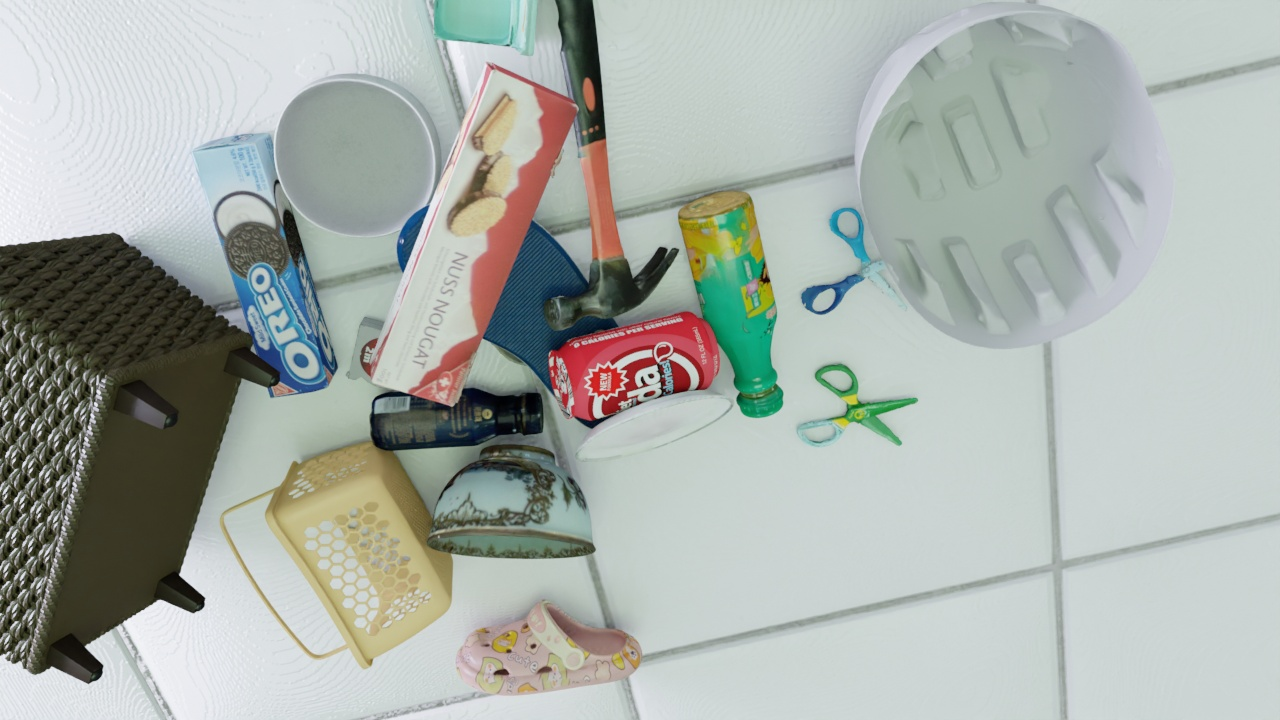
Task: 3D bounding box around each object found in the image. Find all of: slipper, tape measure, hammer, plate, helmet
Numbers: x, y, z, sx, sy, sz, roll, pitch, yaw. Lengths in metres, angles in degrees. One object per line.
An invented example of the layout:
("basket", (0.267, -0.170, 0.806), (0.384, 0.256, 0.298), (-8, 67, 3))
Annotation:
("slipper", (-0.096, 0.297, 0.966), (0.197, 0.093, 0.081), (-1, 102, -5))
("tape measure", (-0.240, -0.005, 0.863), (0.062, 0.020, 0.060), (16, 116, -10))
("hammer", (-0.042, -0.200, 0.770), (0.132, 0.033, 0.333), (-18, 109, -31))
("plate", (0.012, 0.061, 0.856), (0.157, 0.157, 0.014), (-20, 73, 4))
("slipper", (-0.095, -0.045, 0.839), (0.118, 0.060, 0.295), (-40, 123, 6))
("helmet", (0.299, -0.146, 0.749), (0.225, 0.183, 0.282), (-28, 99, 23))

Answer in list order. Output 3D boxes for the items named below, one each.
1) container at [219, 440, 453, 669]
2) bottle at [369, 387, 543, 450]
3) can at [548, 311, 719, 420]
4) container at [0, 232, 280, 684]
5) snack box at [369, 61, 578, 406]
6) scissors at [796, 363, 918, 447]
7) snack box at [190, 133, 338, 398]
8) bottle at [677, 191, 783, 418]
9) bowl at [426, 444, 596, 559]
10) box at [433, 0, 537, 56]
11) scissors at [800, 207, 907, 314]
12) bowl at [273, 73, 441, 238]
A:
("container", (-0.288, 0.187, 0.881), (0.167, 0.129, 0.183), (-25, 111, -2))
("bottle", (-0.173, 0.054, 0.872), (0.160, 0.056, 0.056), (-3, 113, -5))
("can", (-0.005, 0.005, 0.822), (0.142, 0.074, 0.074), (-14, 114, -17))
("container", (-0.461, 0.088, 0.769), (0.205, 0.176, 0.321), (28, 109, 8))
("snack box", (-0.137, -0.094, 0.737), (0.076, 0.044, 0.273), (19, 108, -23))
("scissors", (0.214, 0.058, 0.927), (0.128, 0.012, 0.122), (37, 107, -16))
("snack box", (-0.325, -0.081, 0.806), (0.059, 0.059, 0.227), (-10, 113, -5))
("bottle", (0.091, -0.047, 0.844), (0.068, 0.068, 0.210), (-15, 113, 2))
("bowl", (-0.121, 0.134, 0.879), (0.160, 0.160, 0.093), (4, 70, -6))
("box", (-0.116, -0.336, 0.702), (0.078, 0.110, 0.188), (-3, 116, -22))
("scissors", (0.207, -0.082, 0.869), (0.127, 0.014, 0.129), (39, 101, -22))
("bowl", (-0.232, -0.173, 0.769), (0.132, 0.064, 0.132), (-1, 113, -4))
